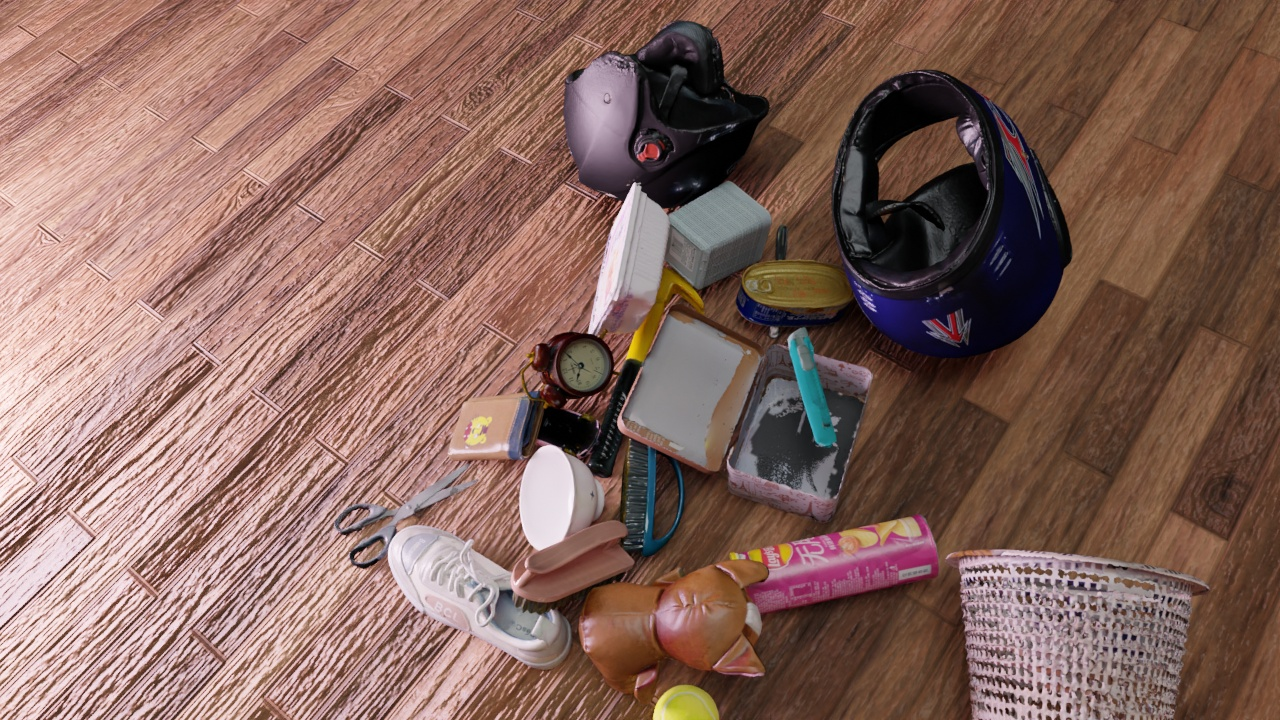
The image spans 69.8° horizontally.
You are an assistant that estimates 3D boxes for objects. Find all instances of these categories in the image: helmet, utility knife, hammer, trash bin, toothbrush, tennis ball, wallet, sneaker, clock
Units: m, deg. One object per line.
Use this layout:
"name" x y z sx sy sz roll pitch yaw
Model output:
"helmet" 0.365 -0.155 1.080 0.248 0.240 0.314 -18 60 36
"utility knife" 0.191 0.027 1.025 0.029 0.013 0.151 -8 62 -5
"hammer" -0.007 0.007 1.148 0.129 0.033 0.300 12 62 14
"trash bin" 0.397 0.289 0.853 0.227 0.227 0.192 7 73 9
"toothbrush" 0.182 -0.109 1.206 0.016 0.018 0.180 3 59 11
"tennis ball" 0.046 0.359 0.918 0.065 0.065 0.065 -3 60 4
"wallet" -0.173 0.079 1.101 0.115 0.033 0.090 -6 57 33
"sneaker" -0.184 0.248 0.992 0.242 0.091 0.089 26 65 20
"clock" -0.086 0.010 1.086 0.121 0.055 0.082 -21 99 -25
"helmet" 0.028 -0.313 1.218 0.275 0.231 0.232 23 39 18

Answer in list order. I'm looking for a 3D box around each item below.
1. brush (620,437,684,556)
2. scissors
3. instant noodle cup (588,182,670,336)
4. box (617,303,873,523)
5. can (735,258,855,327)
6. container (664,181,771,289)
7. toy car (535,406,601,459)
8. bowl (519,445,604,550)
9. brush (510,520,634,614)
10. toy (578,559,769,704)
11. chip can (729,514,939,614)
"brush" 0.014 0.154 1.047 0.073 0.055 0.143 3 60 1
"scissors" -0.276 0.183 1.087 0.168 0.014 0.155 5 59 6
"instant noodle cup" -0.011 -0.114 1.135 0.060 0.138 0.173 17 60 -10
"box" 0.122 0.056 1.063 0.261 0.105 0.178 16 63 14
"can" 0.195 -0.084 1.154 0.148 0.049 0.074 -1 58 -9
"container" 0.094 -0.158 1.186 0.111 0.090 0.090 -31 61 -28
"toy car" -0.098 0.083 1.102 0.122 0.037 0.056 17 71 32
"bowl" -0.081 0.157 1.041 0.064 0.119 0.118 8 51 -36
"brush" -0.074 0.212 0.955 0.145 0.073 0.063 -11 44 -47
"toy" 0.040 0.271 0.926 0.200 0.130 0.140 -22 51 29
"chip can" 0.205 0.220 0.980 0.210 0.071 0.071 -12 59 -2
